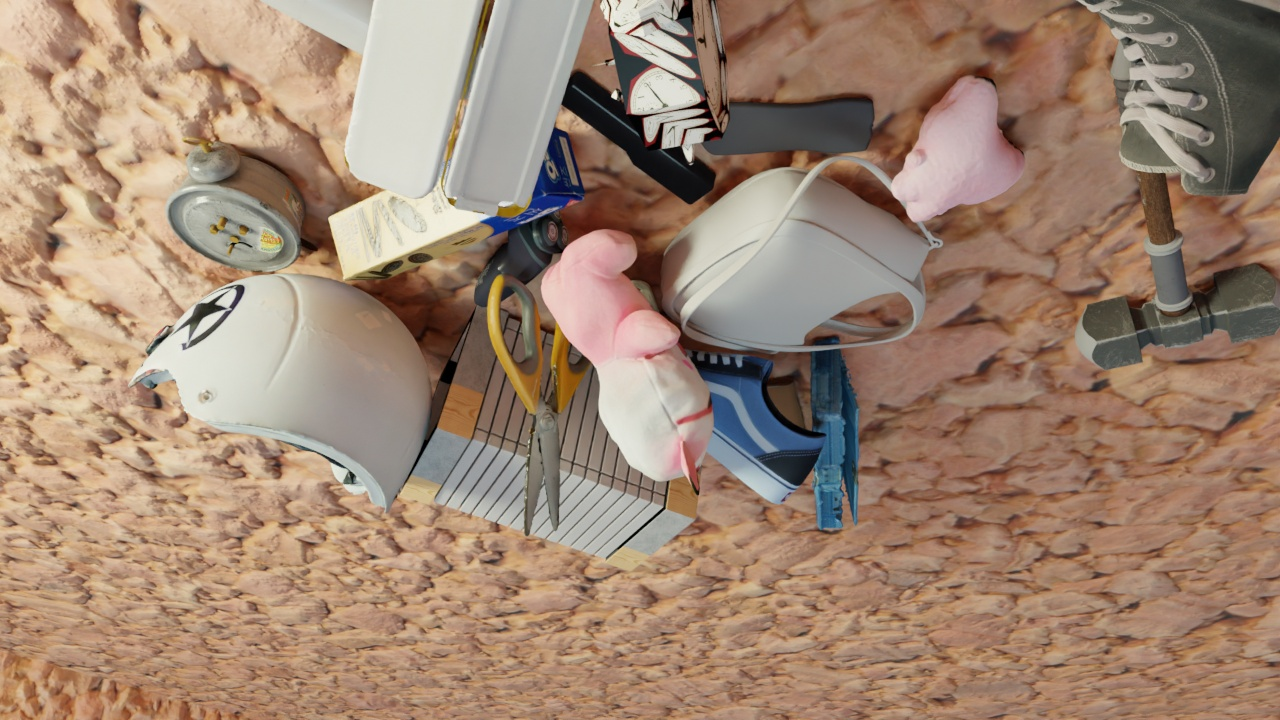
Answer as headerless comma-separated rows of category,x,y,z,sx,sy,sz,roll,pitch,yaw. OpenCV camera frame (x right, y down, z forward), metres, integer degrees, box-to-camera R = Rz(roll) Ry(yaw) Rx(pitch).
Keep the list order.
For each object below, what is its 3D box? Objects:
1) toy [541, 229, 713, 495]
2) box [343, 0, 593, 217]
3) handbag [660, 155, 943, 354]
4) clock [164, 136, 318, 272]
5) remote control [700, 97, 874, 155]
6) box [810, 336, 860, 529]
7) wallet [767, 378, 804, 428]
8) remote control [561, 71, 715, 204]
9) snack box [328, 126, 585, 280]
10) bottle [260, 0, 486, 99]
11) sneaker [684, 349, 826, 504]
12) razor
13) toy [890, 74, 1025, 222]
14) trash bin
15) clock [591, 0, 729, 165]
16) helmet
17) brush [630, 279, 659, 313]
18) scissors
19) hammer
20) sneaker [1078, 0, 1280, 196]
toy,-0.004,0.004,0.729,0.084,0.213,0.142,-28,-178,-11
box,-0.103,-0.192,0.564,0.129,0.038,0.210,13,121,-17
handbag,0.147,-0.059,0.731,0.222,0.095,0.216,20,147,-28
clock,-0.325,-0.125,0.733,0.104,0.056,0.148,2,146,5
remote control,0.102,-0.167,0.653,0.124,0.009,0.046,0,144,8
box,0.195,0.080,0.913,0.048,0.092,0.232,0,143,13
wallet,0.125,0.060,0.961,0.087,0.013,0.121,-5,143,15
remote control,-0.003,-0.160,0.672,0.136,0.015,0.032,30,138,-30
snack box,-0.145,-0.116,0.701,0.207,0.056,0.057,-17,176,28
bottle,-0.145,-0.209,0.593,0.195,0.052,0.053,24,141,-24
sneaker,0.062,0.017,0.828,0.241,0.083,0.098,38,101,11
razor,-0.107,-0.085,0.772,0.052,0.047,0.143,23,145,-26
toy,0.219,-0.137,0.636,0.093,0.050,0.102,-41,130,13
trash bin,-0.079,0.081,0.895,0.247,0.142,0.143,22,142,-15
clock,0.006,-0.198,0.535,0.065,0.114,0.155,-6,140,16
helmet,-0.297,0.009,0.816,0.236,0.163,0.264,37,162,-34
brush,0.023,-0.005,0.890,0.033,0.012,0.218,-5,141,16
scissors,-0.088,0.032,0.764,0.016,0.225,0.161,2,167,44
hammer,0.377,-0.112,0.669,0.156,0.043,0.322,-15,137,27
sneaker,0.290,-0.175,0.525,0.234,0.095,0.120,9,123,-18
